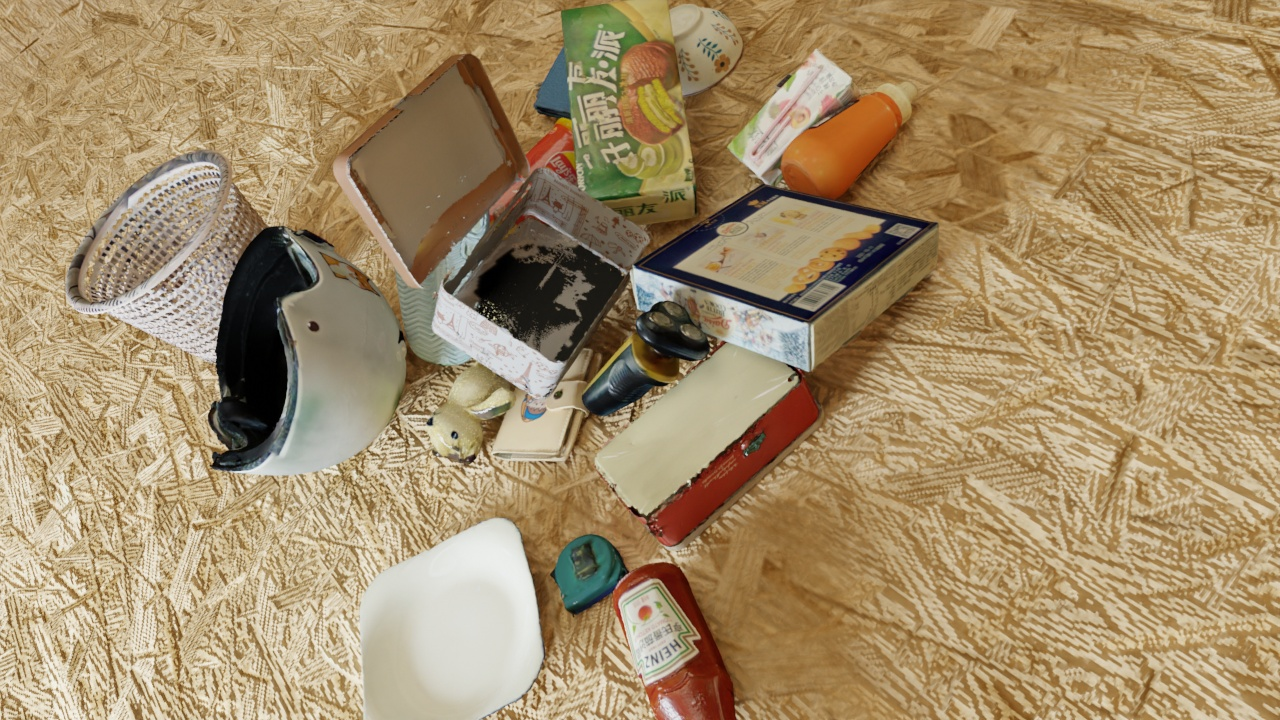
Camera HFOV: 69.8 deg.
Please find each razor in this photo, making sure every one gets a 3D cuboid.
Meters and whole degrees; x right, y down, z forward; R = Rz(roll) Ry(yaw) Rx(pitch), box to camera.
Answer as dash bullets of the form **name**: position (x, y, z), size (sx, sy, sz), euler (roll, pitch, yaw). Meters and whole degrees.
- **razor**: position (-0.004, 0.004, 0.754), size (0.168, 0.062, 0.067), euler (-41, 34, 56)

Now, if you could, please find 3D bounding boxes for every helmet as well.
- **helmet**: position (-0.321, -0.003, 0.911), size (0.230, 0.156, 0.274), euler (-62, 36, 15)

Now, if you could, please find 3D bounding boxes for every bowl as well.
- **bowl**: position (0.052, -0.358, 1.033), size (0.114, 0.062, 0.113), euler (-17, 50, 21)

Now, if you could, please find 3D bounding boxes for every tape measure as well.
- **tape measure**: position (-0.042, 0.165, 0.723), size (0.058, 0.025, 0.054), euler (-34, 48, 3)

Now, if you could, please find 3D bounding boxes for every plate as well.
- **plate**: position (-0.149, 0.221, 0.737), size (0.164, 0.034, 0.164), euler (-27, 48, 10)

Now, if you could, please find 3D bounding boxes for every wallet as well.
- **wallet**: position (-0.083, 0.038, 0.842), size (0.087, 0.024, 0.115), euler (0, 55, 27)
- **wallet**: position (-0.061, -0.345, 1.097), size (0.106, 0.040, 0.133), euler (22, 78, 33)

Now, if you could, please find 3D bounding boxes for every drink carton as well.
- **drink carton**: position (0.144, -0.227, 0.865), size (0.123, 0.045, 0.053), euler (-46, 65, 14)

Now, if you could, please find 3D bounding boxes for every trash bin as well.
- **trash bin**: position (-0.499, -0.096, 1.063), size (0.228, 0.192, 0.227), euler (-15, 51, 19)

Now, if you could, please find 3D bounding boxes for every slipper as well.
- **slipper**: position (-0.195, -0.115, 0.904), size (0.104, 0.246, 0.074), euler (-1, 22, -1)

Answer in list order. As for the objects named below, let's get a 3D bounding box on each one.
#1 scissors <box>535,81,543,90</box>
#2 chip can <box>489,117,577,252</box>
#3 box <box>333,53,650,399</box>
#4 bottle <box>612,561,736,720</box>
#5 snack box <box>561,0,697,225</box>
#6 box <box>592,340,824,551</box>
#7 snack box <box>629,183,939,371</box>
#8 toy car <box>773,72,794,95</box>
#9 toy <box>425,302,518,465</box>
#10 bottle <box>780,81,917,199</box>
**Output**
- **scissors**: position (-0.054, -0.367, 1.133), size (0.174, 0.014, 0.136), euler (-42, 46, -4)
- **chip can**: position (-0.135, -0.162, 0.989), size (0.216, 0.073, 0.073), euler (-46, 47, -6)
- **box**: position (-0.127, -0.114, 0.808), size (0.126, 0.273, 0.178), euler (-18, 32, 50)
- **bottle**: position (0.037, 0.230, 0.605), size (0.060, 0.060, 0.206), euler (-31, 47, 6)
- **snack box**: position (-0.013, -0.252, 0.931), size (0.114, 0.063, 0.239), euler (-7, 68, 2)
- **box**: position (0.049, 0.055, 0.714), size (0.168, 0.079, 0.091), euler (-41, 47, -4)
- **snack box**: position (0.118, -0.077, 0.752), size (0.183, 0.046, 0.177), euler (23, 46, 40)
- **toy car**: position (0.170, -0.253, 0.905), size (0.042, 0.035, 0.090), euler (-44, 50, -4)
- **toy**: position (-0.153, 0.019, 0.858), size (0.105, 0.066, 0.157), euler (2, 71, 48)
- **bottle**: position (0.198, -0.207, 0.840), size (0.149, 0.067, 0.067), euler (-41, 46, -13)
